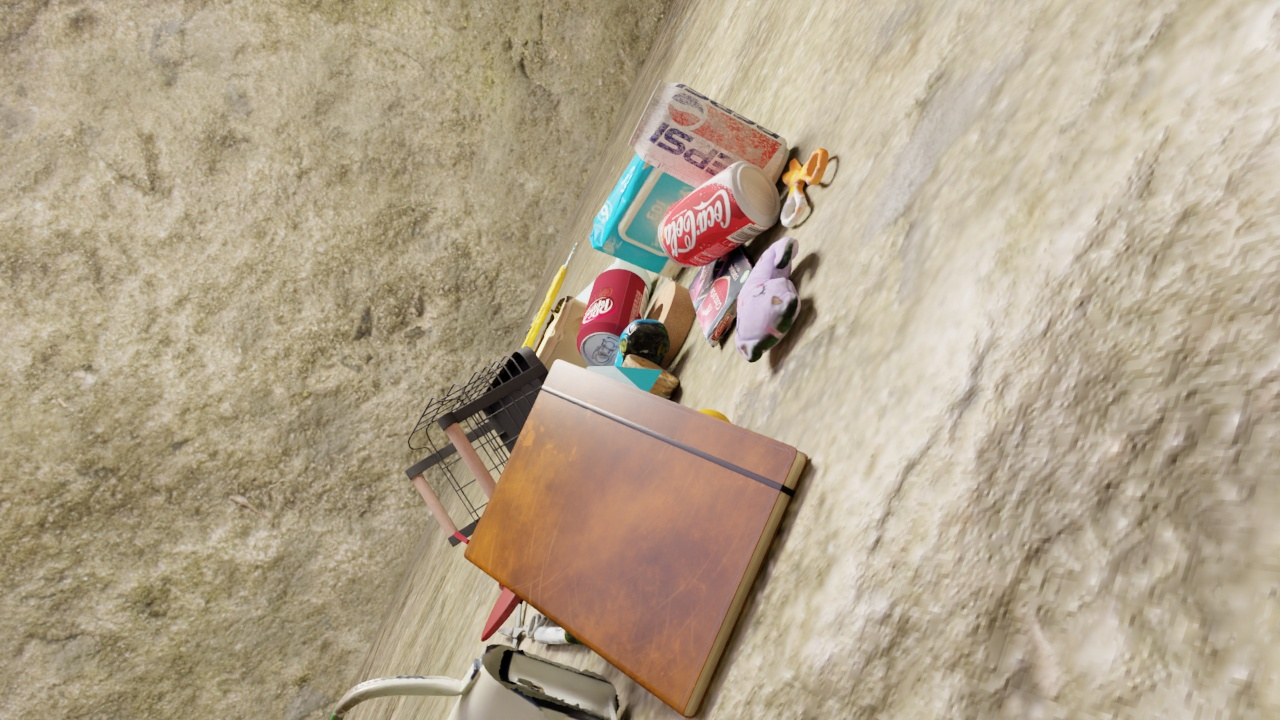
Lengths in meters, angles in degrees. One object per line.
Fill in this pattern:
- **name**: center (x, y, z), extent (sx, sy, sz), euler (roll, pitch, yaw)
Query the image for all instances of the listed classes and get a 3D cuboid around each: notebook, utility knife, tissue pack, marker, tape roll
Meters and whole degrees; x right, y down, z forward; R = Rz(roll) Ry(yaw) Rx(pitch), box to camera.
- **notebook**: center (-0.018, 0.090, 0.605), extent (0.250, 0.014, 0.178), euler (19, 82, 46)
- **utility knife**: center (-0.111, -0.057, 1.057), extent (0.175, 0.017, 0.030), euler (-61, 10, 1)
- **tissue pack**: center (0.033, -0.184, 1.026), extent (0.210, 0.117, 0.065), euler (-53, 21, 42)
- **marker**: center (-0.071, 0.243, 0.813), extent (0.147, 0.017, 0.017), euler (-39, 28, 64)
- **tape roll**: center (0.025, -0.034, 0.956), extent (0.094, 0.027, 0.093), euler (-59, 13, 22)

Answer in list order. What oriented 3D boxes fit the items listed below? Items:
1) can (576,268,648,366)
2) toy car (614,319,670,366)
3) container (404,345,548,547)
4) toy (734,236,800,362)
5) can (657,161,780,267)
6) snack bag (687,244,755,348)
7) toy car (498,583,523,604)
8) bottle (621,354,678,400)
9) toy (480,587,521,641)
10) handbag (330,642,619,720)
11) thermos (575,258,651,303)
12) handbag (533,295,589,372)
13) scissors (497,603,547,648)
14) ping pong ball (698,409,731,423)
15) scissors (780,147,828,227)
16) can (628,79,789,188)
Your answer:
- **can**: center (-0.029, -0.044, 0.977), extent (0.063, 0.063, 0.113), euler (-54, 15, 38)
- **toy car**: center (-0.005, 0.005, 0.905), extent (0.032, 0.048, 0.105), euler (-125, 42, -51)
- **container**: center (-0.160, 0.109, 1.012), extent (0.130, 0.163, 0.242), euler (-31, -5, -29)
- **toy**: center (0.094, -0.048, 0.672), extent (0.080, 0.036, 0.099), euler (-59, 11, 26)
- **can**: center (0.069, -0.128, 0.823), extent (0.105, 0.064, 0.064), euler (-28, 35, 43)
- **snack bag**: center (0.076, -0.071, 0.845), extent (0.075, 0.018, 0.155), euler (-57, 15, 17)
- **toy car**: center (-0.097, 0.207, 0.891), extent (0.070, 0.062, 0.170), euler (-66, 12, -12)
- **bottle**: center (-0.012, 0.052, 0.866), extent (0.105, 0.056, 0.056), euler (-62, 12, 10)
- **toy**: center (-0.051, 0.119, 0.738), extent (0.159, 0.120, 0.196), euler (-43, 15, 32)
- **handbag**: center (-0.111, 0.256, 0.574), extent (0.151, 0.176, 0.074), euler (-62, 13, 5)
- **thermos**: center (-0.042, -0.085, 1.257), extent (0.207, 0.065, 0.078), euler (155, 117, -71)
- **handbag**: center (-0.062, -0.003, 1.046), extent (0.111, 0.119, 0.081), euler (-64, 10, 2)
- **scissors**: center (-0.129, 0.288, 0.977), extent (0.172, 0.014, 0.141), euler (-50, 22, 46)
- **ping pong ball**: center (0.047, 0.054, 0.648), extent (0.040, 0.040, 0.040), euler (-59, 13, 22)
- **scissors**: center (0.132, -0.148, 0.784), extent (0.131, 0.012, 0.073), euler (-97, 31, -75)
- **can**: center (0.064, -0.200, 0.859), extent (0.078, 0.136, 0.078), euler (-62, 6, 10)
